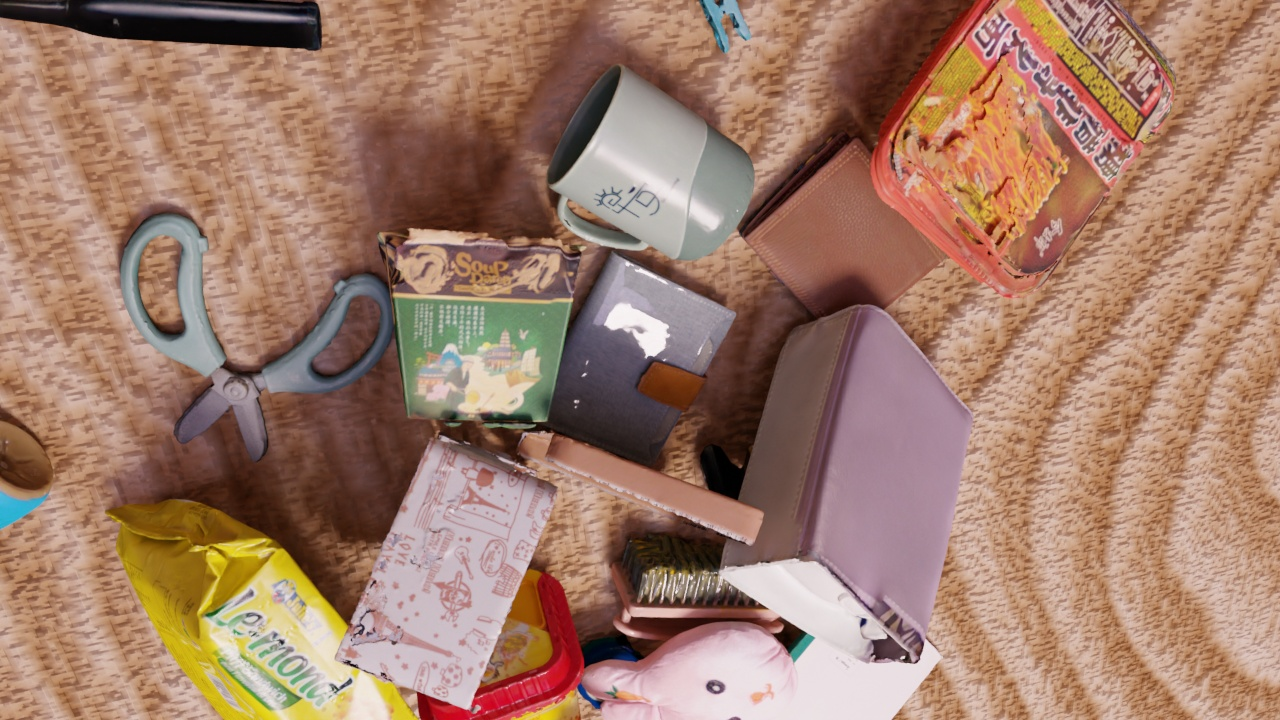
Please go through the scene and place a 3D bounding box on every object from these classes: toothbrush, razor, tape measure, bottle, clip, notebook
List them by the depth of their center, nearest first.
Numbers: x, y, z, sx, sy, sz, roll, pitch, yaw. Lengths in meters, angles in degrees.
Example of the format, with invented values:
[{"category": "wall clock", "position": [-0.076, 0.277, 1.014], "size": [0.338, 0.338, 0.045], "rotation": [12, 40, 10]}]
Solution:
[{"category": "toothbrush", "position": [-0.284, -0.184, 0.492], "size": [0.212, 0.027, 0.026], "rotation": [-2, 157, -13]}, {"category": "bottle", "position": [-0.464, 0.118, 0.552], "size": [0.219, 0.065, 0.065], "rotation": [-34, 116, 1]}, {"category": "clip", "position": [0.049, -0.219, 0.565], "size": [0.045, 0.014, 0.057], "rotation": [-31, 117, 2]}, {"category": "razor", "position": [0.124, 0.091, 0.696], "size": [0.167, 0.062, 0.068], "rotation": [-1, 142, -19]}, {"category": "tape measure", "position": [-0.026, 0.247, 0.734], "size": [0.058, 0.025, 0.054], "rotation": [-39, 114, 0]}, {"category": "notebook", "position": [0.154, 0.294, 0.775], "size": [0.209, 0.012, 0.150], "rotation": [-47, 118, -5]}]

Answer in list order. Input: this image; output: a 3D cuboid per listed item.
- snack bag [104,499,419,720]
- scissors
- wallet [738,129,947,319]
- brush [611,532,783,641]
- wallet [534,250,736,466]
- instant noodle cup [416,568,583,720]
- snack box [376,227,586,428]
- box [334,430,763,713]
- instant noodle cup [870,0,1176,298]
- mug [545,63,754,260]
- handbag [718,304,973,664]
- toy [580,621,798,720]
[{"category": "snack bag", "position": [-0.237, 0.194, 0.589], "size": [0.068, 0.158, 0.246], "rotation": [-46, 123, -37]}, {"category": "scissors", "position": [-0.252, -0.024, 0.572], "size": [0.170, 0.019, 0.181], "rotation": [-38, 116, 5]}, {"category": "wallet", "position": [0.141, -0.081, 0.637], "size": [0.101, 0.032, 0.124], "rotation": [-43, 114, 9]}, {"category": "brush", "position": [0.052, 0.179, 0.705], "size": [0.145, 0.063, 0.073], "rotation": [7, 106, -18]}, {"category": "wallet", "position": [-0.004, 0.004, 0.632], "size": [0.106, 0.037, 0.130], "rotation": [24, 105, -21]}, {"category": "instant noodle cup", "position": [-0.095, 0.237, 0.672], "size": [0.116, 0.116, 0.124], "rotation": [-18, 126, -7]}, {"category": "snack box", "position": [-0.097, -0.018, 0.543], "size": [0.118, 0.117, 0.105], "rotation": [3, 92, -13]}, {"category": "box", "position": [-0.062, 0.127, 0.567], "size": [0.197, 0.181, 0.157], "rotation": [22, 81, -11]}, {"category": "instant noodle cup", "position": [0.236, -0.151, 0.595], "size": [0.164, 0.079, 0.189], "rotation": [35, 92, -24]}, {"category": "mug", "position": [0.001, -0.109, 0.569], "size": [0.106, 0.082, 0.112], "rotation": [28, 133, -23]}, {"category": "handbag", "position": [0.144, 0.083, 0.615], "size": [0.145, 0.099, 0.196], "rotation": [37, 55, -21]}, {"category": "toy", "position": [0.038, 0.246, 0.693], "size": [0.160, 0.054, 0.121], "rotation": [-16, 127, 12]}]
